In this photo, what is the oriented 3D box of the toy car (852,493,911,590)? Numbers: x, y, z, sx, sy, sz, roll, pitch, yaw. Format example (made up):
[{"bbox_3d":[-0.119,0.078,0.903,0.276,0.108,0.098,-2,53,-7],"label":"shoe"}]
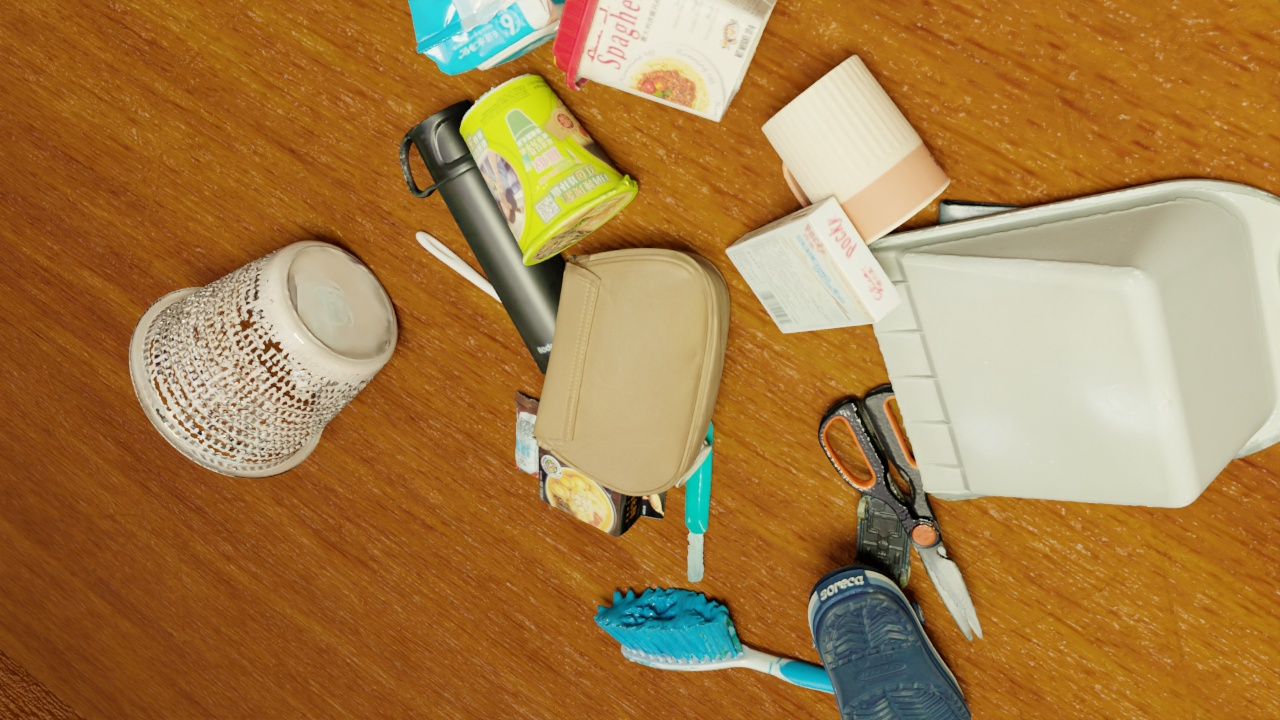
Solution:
[{"bbox_3d":[0.213,0.154,0.798,0.049,0.031,0.106,8,119,19],"label":"toy car"}]

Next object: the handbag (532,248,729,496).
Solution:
[{"bbox_3d":[-0.005,0.005,0.771,0.148,0.099,0.204,14,97,14],"label":"handbag"}]

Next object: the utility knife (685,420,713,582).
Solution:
[{"bbox_3d":[0.055,0.135,0.897,0.029,0.013,0.220,14,122,22],"label":"utility knife"}]

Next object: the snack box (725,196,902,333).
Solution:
[{"bbox_3d":[0.120,-0.063,0.666,0.084,0.026,0.157,54,167,-8],"label":"snack box"}]

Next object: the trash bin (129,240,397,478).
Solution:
[{"bbox_3d":[-0.369,-0.016,0.951,0.193,0.226,0.227,-29,101,28],"label":"trash bin"}]

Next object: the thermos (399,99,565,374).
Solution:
[{"bbox_3d":[-0.127,-0.104,0.822,0.090,0.068,0.242,-23,104,27],"label":"thermos"}]

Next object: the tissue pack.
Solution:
[{"bbox_3d":[-0.093,-0.245,0.639,0.090,0.139,0.063,-21,108,21],"label":"tissue pack"}]

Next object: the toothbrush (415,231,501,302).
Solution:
[{"bbox_3d":[-0.150,-0.069,0.895,0.180,0.016,0.016,38,137,5],"label":"toothbrush"}]

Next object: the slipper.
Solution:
[{"bbox_3d":[0.210,0.260,0.816,0.105,0.095,0.253,-24,125,15],"label":"slipper"}]

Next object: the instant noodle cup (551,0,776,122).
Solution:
[{"bbox_3d":[0.019,-0.233,0.630,0.124,0.116,0.117,25,129,2],"label":"instant noodle cup"}]

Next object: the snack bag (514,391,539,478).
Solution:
[{"bbox_3d":[-0.115,0.084,0.962,0.045,0.026,0.105,25,128,28],"label":"snack bag"}]

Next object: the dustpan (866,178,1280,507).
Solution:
[{"bbox_3d":[0.314,-0.012,0.627,0.258,0.142,0.223,7,124,56],"label":"dustpan"}]

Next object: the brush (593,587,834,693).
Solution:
[{"bbox_3d":[0.104,0.297,0.948,0.315,0.060,0.109,-6,120,32],"label":"brush"}]

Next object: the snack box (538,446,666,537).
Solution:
[{"bbox_3d":[-0.039,0.108,0.919,0.126,0.053,0.113,21,128,26],"label":"snack box"}]

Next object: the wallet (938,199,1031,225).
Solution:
[{"bbox_3d":[0.267,-0.062,0.639,0.121,0.019,0.097,8,122,25],"label":"wallet"}]

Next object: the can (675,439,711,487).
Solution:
[{"bbox_3d":[0.000,0.056,0.846,0.133,0.053,0.053,39,132,13],"label":"can"}]

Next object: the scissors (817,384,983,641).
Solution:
[{"bbox_3d":[0.215,0.133,0.760,0.139,0.021,0.235,-3,102,19],"label":"scissors"}]

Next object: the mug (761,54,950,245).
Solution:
[{"bbox_3d":[0.140,-0.138,0.637,0.106,0.081,0.115,53,160,-5],"label":"mug"}]

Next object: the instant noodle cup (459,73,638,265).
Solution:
[{"bbox_3d":[-0.081,-0.159,0.741,0.112,0.111,0.123,-33,90,41],"label":"instant noodle cup"}]
